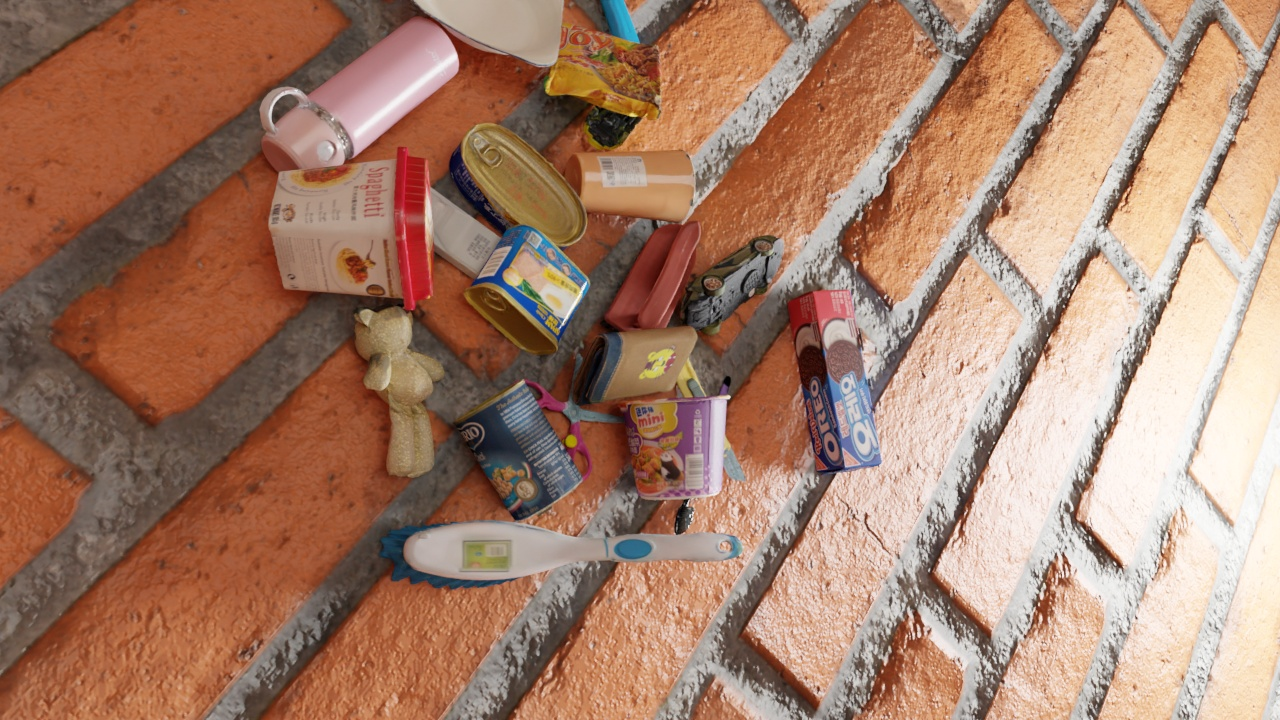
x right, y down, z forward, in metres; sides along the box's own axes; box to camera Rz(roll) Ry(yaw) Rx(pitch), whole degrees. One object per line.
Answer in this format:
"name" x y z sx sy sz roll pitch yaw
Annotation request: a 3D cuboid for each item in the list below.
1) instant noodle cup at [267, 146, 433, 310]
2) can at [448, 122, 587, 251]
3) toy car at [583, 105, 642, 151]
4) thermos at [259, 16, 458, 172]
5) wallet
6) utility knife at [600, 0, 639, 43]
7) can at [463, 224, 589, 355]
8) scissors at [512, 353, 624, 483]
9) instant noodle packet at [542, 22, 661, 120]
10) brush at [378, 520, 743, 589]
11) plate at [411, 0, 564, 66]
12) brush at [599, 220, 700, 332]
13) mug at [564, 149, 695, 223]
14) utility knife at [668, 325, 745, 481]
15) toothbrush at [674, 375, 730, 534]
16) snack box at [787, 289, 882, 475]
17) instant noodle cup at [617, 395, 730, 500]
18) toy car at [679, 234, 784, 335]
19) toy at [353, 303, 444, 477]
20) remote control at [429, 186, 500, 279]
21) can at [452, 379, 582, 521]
"instant noodle cup" -0.243 -0.112 0.785 0.124 0.117 0.116 -2 47 -9
"can" -0.122 -0.166 0.910 0.148 0.049 0.074 42 62 -14
"toy car" -0.026 -0.264 0.995 0.048 0.032 0.105 37 53 -8
"thermos" -0.259 -0.245 0.838 0.198 0.067 0.087 -48 140 -28
"wallet" -0.005 0.005 0.911 0.115 0.090 0.033 -8 47 -38
"utility knife" -0.038 -0.422 1.033 0.034 0.018 0.182 -16 85 -45
"can" -0.106 -0.068 0.884 0.102 0.057 0.083 45 58 -31
"scissors" -0.072 0.054 0.908 0.134 0.017 0.133 15 67 -25
"instant noodle packet" -0.040 -0.308 0.968 0.128 0.044 0.110 11 50 -12
"brush" -0.066 0.173 0.828 0.314 0.110 0.060 6 73 -27
"plate" -0.158 -0.362 0.925 0.163 0.034 0.164 20 50 -24
"brush" 0.020 -0.084 0.957 0.063 0.069 0.145 35 64 -18
"mug" -0.013 -0.185 0.961 0.122 0.078 0.078 -2 80 -25
"utility knife" 0.064 0.049 0.977 0.030 0.019 0.183 -24 89 -27
"toothbrush" 0.069 0.098 0.974 0.014 0.017 0.188 32 64 -25
"snack box" 0.222 0.024 1.049 0.058 0.057 0.207 -5 81 -26
"instant noodle cup" 0.036 0.086 0.912 0.111 0.112 0.099 -3 89 -29
"toy car" 0.102 -0.086 1.007 0.042 0.070 0.157 37 55 28
"toy" -0.216 0.027 0.814 0.105 0.066 0.157 -7 85 -62
"remote control" -0.193 -0.132 0.879 0.125 0.024 0.049 36 65 -18
"can" -0.111 0.083 0.844 0.075 0.075 0.111 -34 96 -30
